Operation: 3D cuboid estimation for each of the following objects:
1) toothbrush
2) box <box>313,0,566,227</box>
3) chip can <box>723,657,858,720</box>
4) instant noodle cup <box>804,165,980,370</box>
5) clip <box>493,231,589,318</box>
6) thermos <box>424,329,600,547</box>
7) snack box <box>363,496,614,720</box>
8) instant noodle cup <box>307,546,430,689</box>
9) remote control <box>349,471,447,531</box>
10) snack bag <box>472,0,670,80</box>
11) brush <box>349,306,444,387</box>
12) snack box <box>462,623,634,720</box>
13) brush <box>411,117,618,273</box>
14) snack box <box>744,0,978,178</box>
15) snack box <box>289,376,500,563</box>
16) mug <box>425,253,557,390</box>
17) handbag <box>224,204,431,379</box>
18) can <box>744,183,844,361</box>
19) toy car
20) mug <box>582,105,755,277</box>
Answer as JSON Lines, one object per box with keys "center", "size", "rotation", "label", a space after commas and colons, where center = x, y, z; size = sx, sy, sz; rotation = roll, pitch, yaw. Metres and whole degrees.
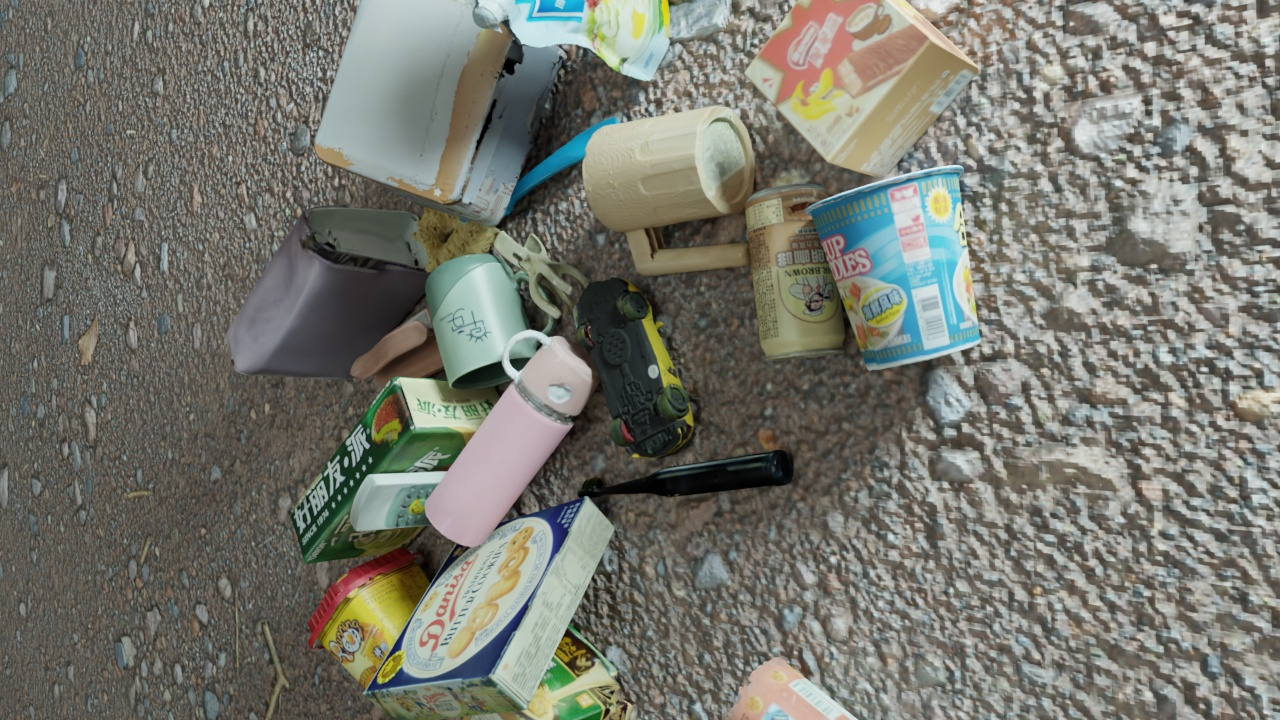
{"center": [0.026, 0.096, 0.734], "size": [0.213, 0.026, 0.027], "rotation": [-13, 48, 41], "label": "toothbrush"}
{"center": [-0.177, -0.225, 0.779], "size": [0.149, 0.158, 0.181], "rotation": [21, 89, 39], "label": "box"}
{"center": [0.155, 0.287, 0.600], "size": [0.215, 0.071, 0.071], "rotation": [32, 112, 36], "label": "chip can"}
{"center": [0.164, -0.054, 0.571], "size": [0.099, 0.099, 0.110], "rotation": [-14, 90, 40], "label": "instant noodle cup"}
{"center": [-0.080, -0.079, 0.819], "size": [0.103, 0.076, 0.035], "rotation": [51, 123, 38], "label": "clip"}
{"center": [-0.118, 0.065, 0.800], "size": [0.199, 0.087, 0.067], "rotation": [-54, 14, 16], "label": "thermos"}
{"center": [-0.127, 0.212, 0.778], "size": [0.183, 0.177, 0.046], "rotation": [-23, 117, 38], "label": "snack box"}
{"center": [-0.250, 0.274, 0.926], "size": [0.123, 0.115, 0.116], "rotation": [46, 119, 16], "label": "instant noodle cup"}
{"center": [-0.201, 0.130, 0.854], "size": [0.019, 0.135, 0.056], "rotation": [46, 118, 38], "label": "remote control"}
{"center": [-0.052, -0.277, 0.676], "size": [0.039, 0.190, 0.110], "rotation": [9, 97, 41], "label": "snack bag"}
{"center": [-0.230, -0.010, 0.916], "size": [0.146, 0.072, 0.063], "rotation": [-22, 78, 40], "label": "brush"}
{"center": [-0.090, 0.307, 0.787], "size": [0.117, 0.105, 0.118], "rotation": [32, 111, 36], "label": "snack box"}
{"center": [-0.117, -0.150, 0.836], "size": [0.255, 0.045, 0.083], "rotation": [-25, 69, 33], "label": "brush"}
{"center": [0.140, -0.186, 0.590], "size": [0.093, 0.076, 0.094], "rotation": [-50, 61, 30], "label": "snack box"}
{"center": [-0.238, 0.110, 0.898], "size": [0.241, 0.114, 0.063], "rotation": [-45, 59, 32], "label": "snack box"}
{"center": [-0.133, -0.041, 0.834], "size": [0.112, 0.082, 0.106], "rotation": [-19, 77, 8], "label": "mug"}
{"center": [-0.321, -0.069, 0.943], "size": [0.198, 0.144, 0.098], "rotation": [-43, 68, 32], "label": "handbag"}
{"center": [0.107, -0.059, 0.636], "size": [0.059, 0.058, 0.116], "rotation": [-8, 86, 40], "label": "can"}
{"center": [-0.004, 0.004, 0.744], "size": [0.071, 0.041, 0.155], "rotation": [-33, 72, 36], "label": "toy car"}
{"center": [0.027, -0.125, 0.696], "size": [0.104, 0.084, 0.125], "rotation": [0, 116, 39], "label": "mug"}
